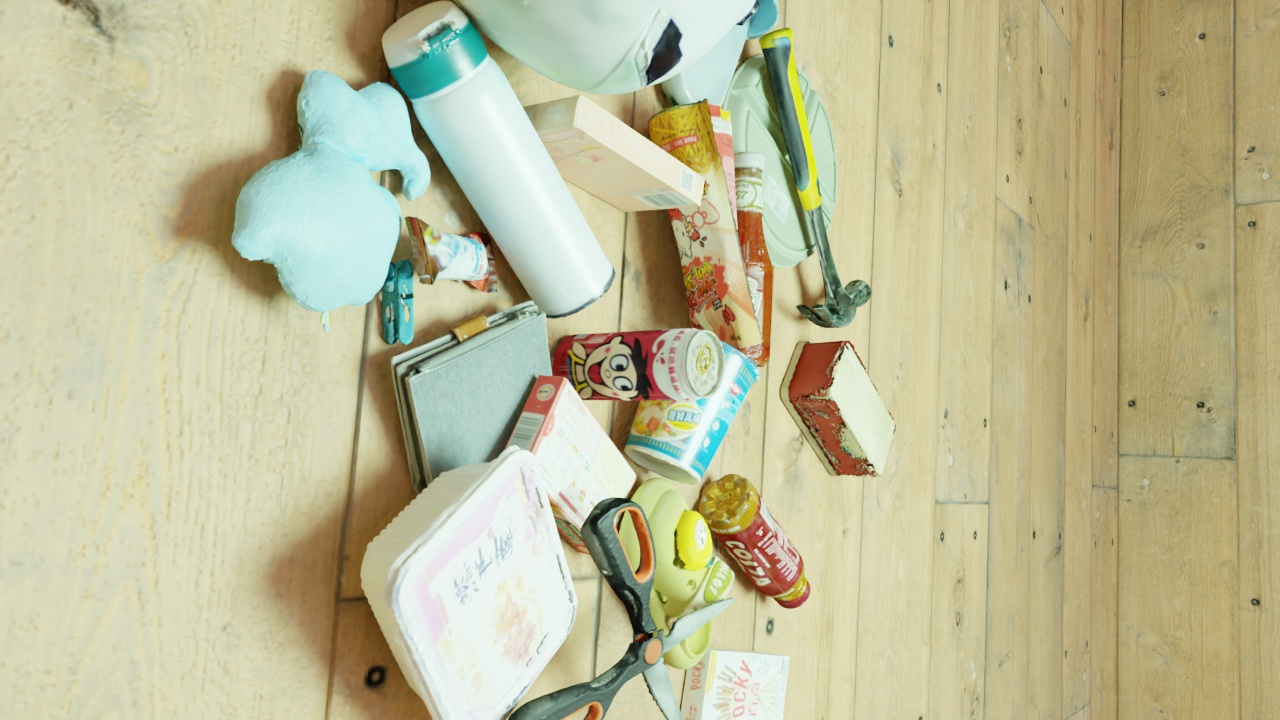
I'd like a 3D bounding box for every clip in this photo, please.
[{"bbox_3d":[-0.157,-0.038,0.595,0.014,0.046,0.057,-6,97,-54],"label":"clip"}]

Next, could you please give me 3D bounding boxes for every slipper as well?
[{"bbox_3d":[0.083,-0.336,0.866,0.104,0.074,0.245,38,61,-43],"label":"slipper"},{"bbox_3d":[0.043,0.185,0.787,0.091,0.082,0.191,-55,137,-52],"label":"slipper"}]

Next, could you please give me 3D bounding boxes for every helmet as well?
[{"bbox_3d":[-0.043,-0.260,0.597,0.229,0.258,0.146,28,104,-32],"label":"helmet"}]

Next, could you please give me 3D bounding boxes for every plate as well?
[{"bbox_3d":[0.158,-0.216,0.995,0.229,0.028,0.230,3,86,-51],"label":"plate"}]

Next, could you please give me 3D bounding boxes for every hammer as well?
[{"bbox_3d":[0.179,-0.184,0.971,0.125,0.032,0.323,-41,120,-45],"label":"hammer"}]

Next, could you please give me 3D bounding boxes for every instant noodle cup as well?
[{"bbox_3d":[0.038,0.043,0.789,0.099,0.099,0.109,41,66,-43],"label":"instant noodle cup"},{"bbox_3d":[-0.113,0.150,0.593,0.137,0.060,0.174,-47,136,-41],"label":"instant noodle cup"}]

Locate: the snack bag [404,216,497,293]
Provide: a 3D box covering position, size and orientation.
[{"bbox_3d":[-0.125,-0.069,0.615,0.104,0.026,0.048,3,75,-76],"label":"snack bag"}]

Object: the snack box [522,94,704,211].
[{"bbox_3d":[-0.028,-0.155,0.712,0.157,0.085,0.026,21,76,-50],"label":"snack box"}]

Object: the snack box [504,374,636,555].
[{"bbox_3d":[-0.050,0.084,0.694,0.076,0.027,0.156,-68,150,-27],"label":"snack box"}]

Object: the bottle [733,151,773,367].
[{"bbox_3d":[0.100,-0.097,0.887,0.059,0.060,0.206,4,88,-51],"label":"bottle"}]

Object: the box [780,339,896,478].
[{"bbox_3d":[0.234,0.058,1.042,0.168,0.078,0.091,52,50,-36],"label":"box"}]

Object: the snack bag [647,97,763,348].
[{"bbox_3d":[0.058,-0.114,0.805,0.073,0.129,0.208,-11,95,-16],"label":"snack bag"}]

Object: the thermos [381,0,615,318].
[{"bbox_3d":[-0.097,-0.135,0.638,0.073,0.073,0.224,-57,131,-36],"label":"thermos"}]

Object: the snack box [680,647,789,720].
[{"bbox_3d":[0.095,0.328,0.899,0.156,0.027,0.084,25,70,-49],"label":"snack box"}]

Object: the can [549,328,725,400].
[{"bbox_3d":[-0.004,0.004,0.697,0.053,0.133,0.053,2,87,-52],"label":"can"}]

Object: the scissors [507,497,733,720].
[{"bbox_3d":[-0.008,0.202,0.671,0.229,0.022,0.221,-17,108,-42],"label":"scissors"}]

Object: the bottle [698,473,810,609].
[{"bbox_3d":[0.119,0.185,0.907,0.175,0.058,0.057,55,49,-35],"label":"bottle"}]

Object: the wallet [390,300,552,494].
[{"bbox_3d":[-0.113,0.022,0.638,0.129,0.037,0.107,-31,124,-47],"label":"wallet"}]

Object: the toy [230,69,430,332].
[{"bbox_3d":[-0.179,-0.096,0.548,0.161,0.050,0.156,-10,91,-61],"label":"toy"}]
